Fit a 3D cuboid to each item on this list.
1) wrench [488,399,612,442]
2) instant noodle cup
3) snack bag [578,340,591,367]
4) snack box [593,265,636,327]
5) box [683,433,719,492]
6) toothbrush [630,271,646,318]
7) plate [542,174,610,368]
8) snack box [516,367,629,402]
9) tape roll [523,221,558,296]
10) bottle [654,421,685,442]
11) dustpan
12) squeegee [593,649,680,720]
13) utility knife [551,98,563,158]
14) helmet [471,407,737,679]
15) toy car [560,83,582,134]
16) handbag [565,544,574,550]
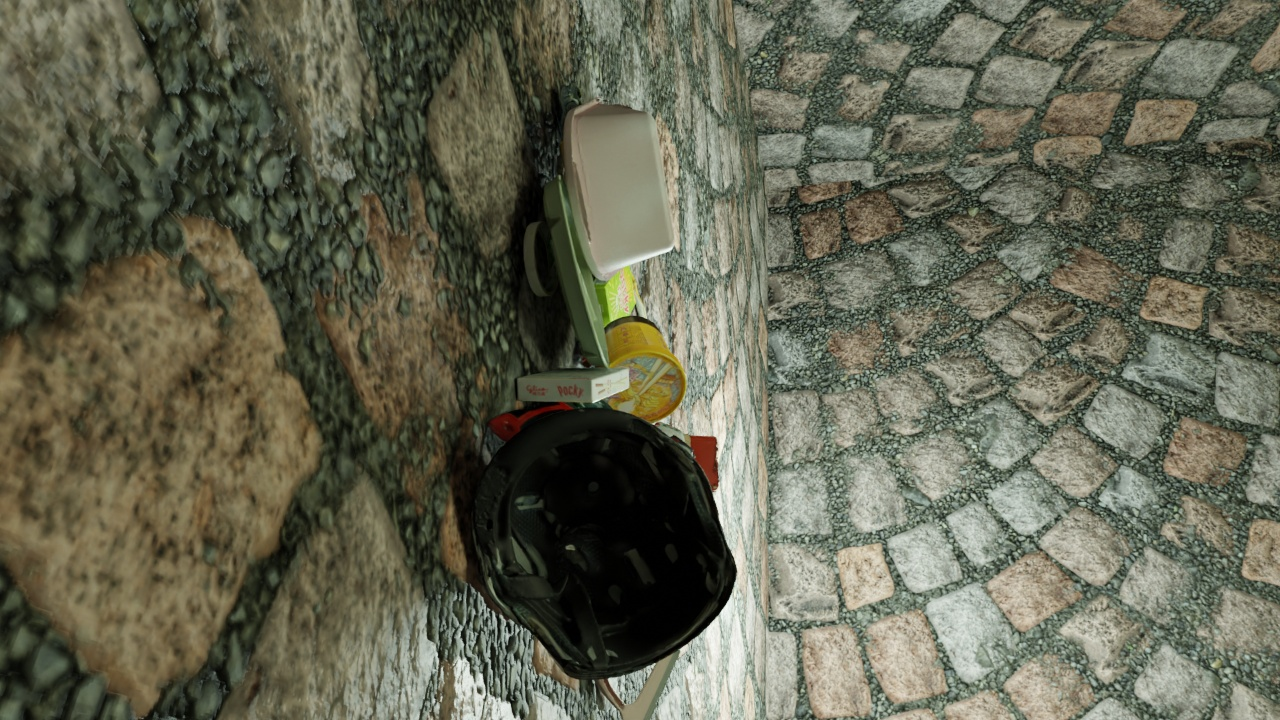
[{"bbox_3d":[-0.092,0.062,1.011,0.056,0.016,0.273,45,16,15],"label":"wrench"},{"bbox_3d":[-0.007,0.007,1.223,0.114,0.118,0.119,-106,-178,-55],"label":"instant noodle cup"},{"bbox_3d":[-0.067,-0.041,1.192,0.048,0.026,0.104,73,16,-72],"label":"snack bag"},{"bbox_3d":[-0.039,-0.094,1.321,0.156,0.026,0.086,-66,150,-63],"label":"snack box"},{"bbox_3d":[0.062,0.167,1.381,0.169,0.075,0.091,150,-57,-62],"label":"box"},{"bbox_3d":[-0.008,-0.122,1.468,0.016,0.018,0.191,-77,159,-44],"label":"toothbrush"},{"bbox_3d":[-0.075,-0.100,1.064,0.230,0.027,0.230,7,70,-90],"label":"plate"},{"bbox_3d":[-0.072,0.026,1.032,0.156,0.085,0.027,-18,108,-75],"label":"snack box"},{"bbox_3d":[-0.113,-0.116,1.050,0.085,0.014,0.086,-3,89,-76],"label":"tape roll"},{"bbox_3d":[0.027,0.113,1.162,0.197,0.068,0.068,-35,121,-86],"label":"bottle"},{"bbox_3d":[-0.057,-0.214,1.141,0.273,0.138,0.222,-154,-130,-69],"label":"dustpan"},{"bbox_3d":[-0.045,0.392,1.148,0.246,0.040,0.250,-56,138,-40],"label":"squeegee"},{"bbox_3d":[-0.082,-0.225,1.135,0.033,0.015,0.208,68,7,-84],"label":"utility knife"},{"bbox_3d":[-0.041,0.158,0.896,0.274,0.230,0.157,56,-2,-14],"label":"helmet"},{"bbox_3d":[-0.084,-0.307,1.170,0.042,0.034,0.091,-80,161,-47],"label":"toy car"},{"bbox_3d":[-0.077,0.146,1.068,0.163,0.063,0.178,-1,72,-76],"label":"handbag"}]
